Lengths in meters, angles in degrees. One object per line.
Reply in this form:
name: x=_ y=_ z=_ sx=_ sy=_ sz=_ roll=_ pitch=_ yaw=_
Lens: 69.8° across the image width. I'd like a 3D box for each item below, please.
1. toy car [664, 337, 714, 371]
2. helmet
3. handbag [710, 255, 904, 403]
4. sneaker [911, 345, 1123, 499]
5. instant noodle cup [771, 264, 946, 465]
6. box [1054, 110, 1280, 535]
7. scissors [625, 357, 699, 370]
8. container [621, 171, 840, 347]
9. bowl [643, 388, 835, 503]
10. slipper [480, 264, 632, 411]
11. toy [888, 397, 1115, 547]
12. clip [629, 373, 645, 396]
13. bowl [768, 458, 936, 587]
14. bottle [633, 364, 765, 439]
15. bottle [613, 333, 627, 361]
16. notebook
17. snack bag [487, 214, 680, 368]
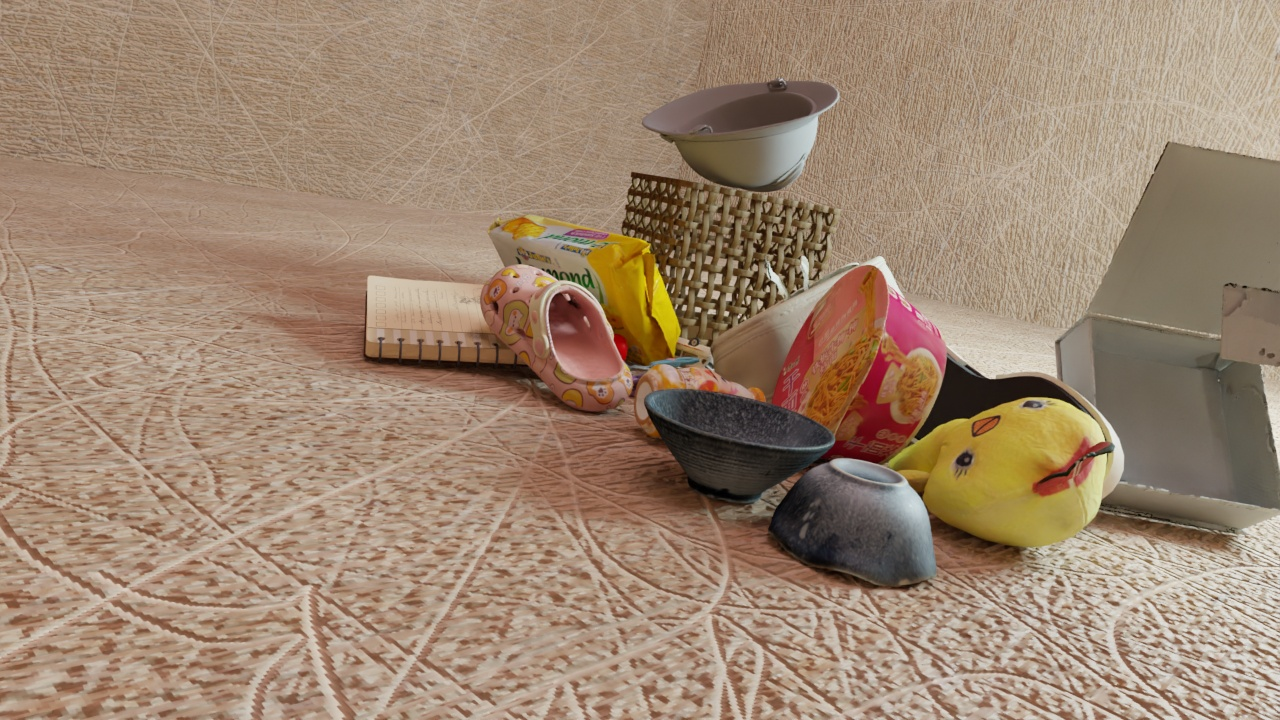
toy car: x=0.043 y=-0.010 z=1.076 sx=0.113 sy=0.039 sz=0.039 roll=17 pitch=-10 yaw=38
helmet: x=0.130 y=-0.268 z=1.155 sx=0.272 sy=0.118 sz=0.182 roll=13 pitch=41 yaw=43
handbag: x=0.167 y=-0.050 z=0.966 sx=0.229 sy=0.132 sz=0.184 roll=-25 pitch=1 yaw=-10
sneaker: x=0.328 y=0.068 z=0.836 sx=0.116 sy=0.112 sz=0.294 roll=28 pitch=3 yaw=-25
instant noodle cup: x=0.188 y=0.015 z=0.784 sx=0.077 sy=0.179 sz=0.178 roll=25 pitch=8 yaw=-12
box: x=0.475 y=-0.026 z=0.764 sx=0.167 sy=0.331 sz=0.164 roll=9 pitch=25 yaw=-2
scissors: x=-0.007 y=0.006 z=0.946 sx=0.130 sy=0.015 sz=0.135 roll=-3 pitch=-1 yaw=42
container: x=0.101 y=-0.129 z=1.263 sx=0.219 sy=0.214 sz=0.251 roll=7 pitch=12 yaw=-17
bowl: x=0.065 y=0.066 z=0.655 sx=0.137 sy=0.057 sz=0.137 roll=10 pitch=11 yaw=-2
slipper: x=-0.072 y=-0.037 z=0.849 sx=0.093 sy=0.082 sz=0.197 roll=-15 pitch=49 yaw=-37
toy: x=0.264 y=0.080 z=0.688 sx=0.133 sy=0.092 sz=0.208 roll=-30 pitch=15 yaw=-12
clip: x=-0.002 y=0.023 z=0.899 sx=0.051 sy=0.032 sz=0.013 roll=2 pitch=13 yaw=-31
bowl: x=0.139 y=0.096 z=0.584 sx=0.110 sy=0.055 sz=0.110 roll=11 pitch=11 yaw=-2
bottle: x=0.052 y=0.037 z=0.774 sx=0.108 sy=0.063 sz=0.063 roll=5 pitch=13 yaw=-23
bottle: x=-0.074 y=-0.015 z=0.992 sx=0.118 sy=0.036 sz=0.036 roll=5 pitch=13 yaw=-26
notebook: x=-0.162 y=-0.038 z=0.930 sx=0.225 sy=0.024 sz=0.167 roll=3 pitch=27 yaw=-17
snack bag: x=-0.059 y=-0.086 z=1.061 sx=0.247 sy=0.160 sz=0.068 roll=19 pitch=53 yaw=38
